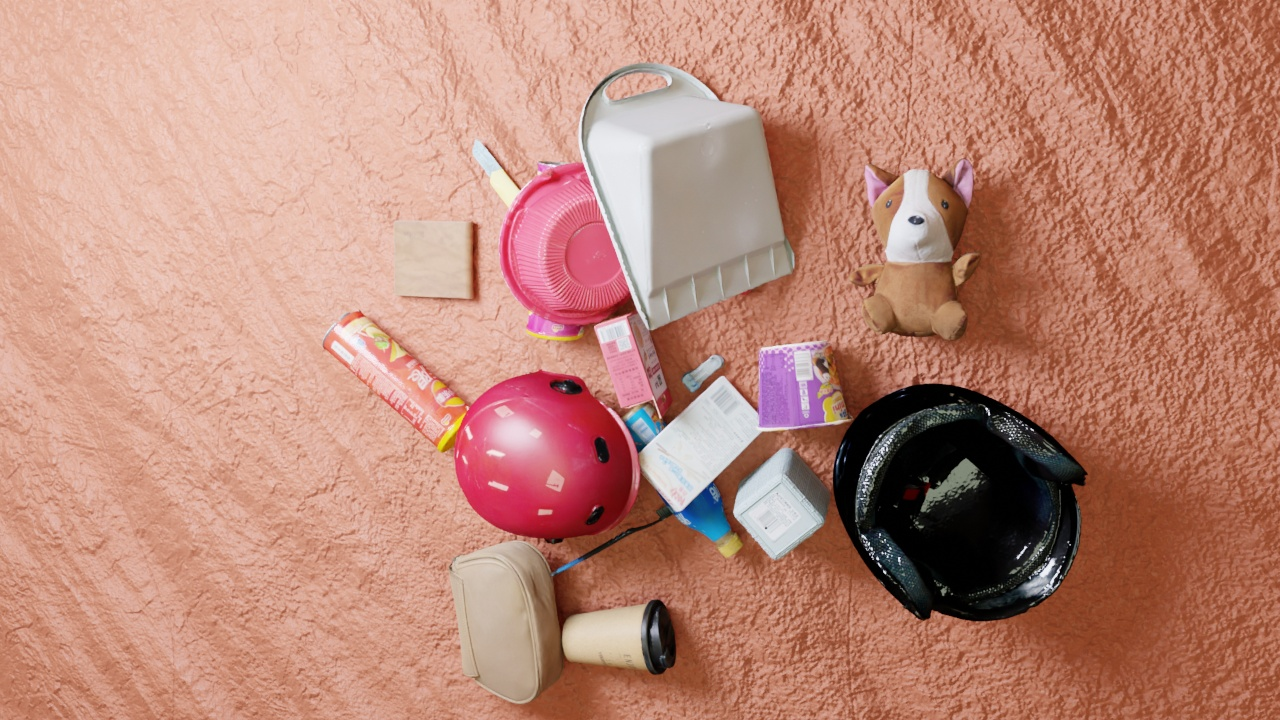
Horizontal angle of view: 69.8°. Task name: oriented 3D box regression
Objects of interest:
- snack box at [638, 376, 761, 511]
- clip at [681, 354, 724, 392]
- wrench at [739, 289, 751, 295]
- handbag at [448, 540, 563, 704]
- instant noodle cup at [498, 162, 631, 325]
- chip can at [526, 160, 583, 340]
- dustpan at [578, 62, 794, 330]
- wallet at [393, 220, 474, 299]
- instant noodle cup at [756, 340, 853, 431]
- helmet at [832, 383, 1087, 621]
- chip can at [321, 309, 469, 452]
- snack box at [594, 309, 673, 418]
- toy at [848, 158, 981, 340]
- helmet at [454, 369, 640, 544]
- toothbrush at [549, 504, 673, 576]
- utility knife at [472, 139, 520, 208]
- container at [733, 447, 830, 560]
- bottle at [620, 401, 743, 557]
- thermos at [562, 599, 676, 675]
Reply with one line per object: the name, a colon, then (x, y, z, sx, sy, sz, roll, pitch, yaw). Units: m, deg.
snack box: (0.072, 0.100, 1.111, 0.156, 0.027, 0.084, -42, 89, -18)
clip: (0.079, 0.013, 1.143, 0.058, 0.038, 0.026, -40, 87, 16)
wrench: (0.011, -0.140, 1.135, 0.273, 0.016, 0.056, 24, 108, 8)
handbag: (-0.173, 0.338, 1.207, 0.148, 0.099, 0.204, -1, 99, 30)
instant noodle cup: (-0.062, -0.128, 1.060, 0.193, 0.066, 0.194, -9, 111, -24)
chip can: (-0.098, -0.134, 1.119, 0.071, 0.071, 0.211, 9, 107, 11)
dustpan: (0.042, -0.204, 1.054, 0.222, 0.143, 0.258, -23, 120, -27)
wallet: (-0.271, -0.132, 1.198, 0.115, 0.020, 0.101, 2, 97, 15)
instant noodle cup: (0.187, 0.029, 1.081, 0.112, 0.111, 0.099, -7, 87, 13)
helmet: (0.339, 0.149, 1.000, 0.233, 0.230, 0.274, -44, 110, 8)
chip can: (-0.315, 0.027, 1.203, 0.216, 0.073, 0.073, 39, 104, 4)
snack box: (-0.007, 0.006, 1.110, 0.044, 0.113, 0.127, -17, 94, 11)
toy: (0.307, -0.124, 1.024, 0.140, 0.130, 0.199, 5, 90, 17)
helmet: (-0.131, 0.122, 1.103, 0.240, 0.143, 0.207, 16, 104, 42)
toothbrush: (-0.033, 0.228, 1.176, 0.189, 0.014, 0.016, -28, 91, -2)
utility knife: (-0.152, -0.198, 1.160, 0.031, 0.020, 0.196, -38, 96, 13)
container: (0.169, 0.172, 1.098, 0.090, 0.111, 0.090, -42, 88, 14)
bottle: (0.051, 0.151, 1.146, 0.065, 0.065, 0.218, -39, 90, 15)
thermos: (-0.025, 0.358, 1.184, 0.143, 0.093, 0.093, -8, 96, 20)
